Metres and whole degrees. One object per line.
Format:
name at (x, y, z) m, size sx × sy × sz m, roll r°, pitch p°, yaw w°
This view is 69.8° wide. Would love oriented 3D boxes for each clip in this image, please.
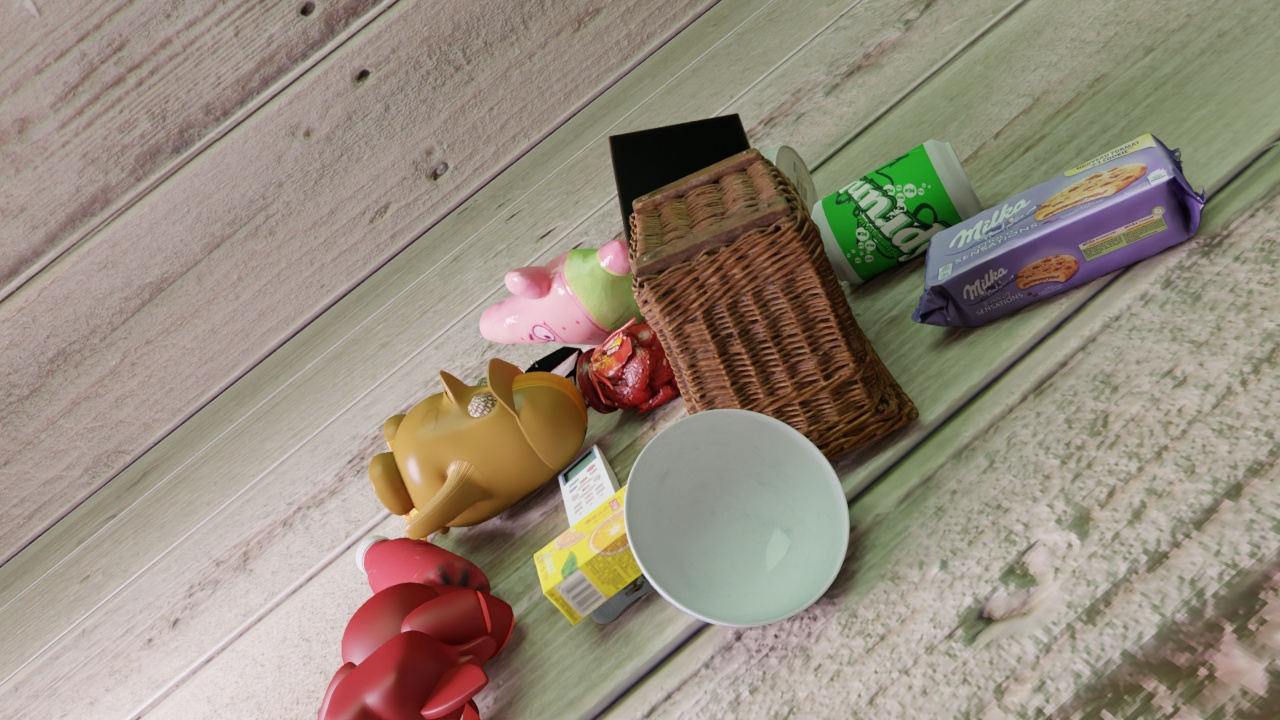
clip at (0.024, 0.129, 0.726) m, size 0.167 × 0.028 × 0.127 m, roll -32°, pitch 22°, yaw 9°

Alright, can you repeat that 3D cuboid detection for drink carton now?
drink carton at (-0.013, 0.130, 0.685) m, size 0.134 × 0.043 × 0.058 m, roll -37°, pitch 22°, yaw 0°

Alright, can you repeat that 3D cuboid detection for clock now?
clock at (-0.123, 0.042, 1.062) m, size 0.154 × 0.065 × 0.114 m, roll -36°, pitch 22°, yaw 1°

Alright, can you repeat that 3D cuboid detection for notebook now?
notebook at (0.048, -0.173, 0.906) m, size 0.141 × 0.008 × 0.208 m, roll -10°, pitch 47°, yaw 1°

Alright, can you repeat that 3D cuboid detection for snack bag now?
snack bag at (0.305, -0.089, 0.689) m, size 0.206 × 0.058 × 0.096 m, roll -26°, pitch 22°, yaw 32°

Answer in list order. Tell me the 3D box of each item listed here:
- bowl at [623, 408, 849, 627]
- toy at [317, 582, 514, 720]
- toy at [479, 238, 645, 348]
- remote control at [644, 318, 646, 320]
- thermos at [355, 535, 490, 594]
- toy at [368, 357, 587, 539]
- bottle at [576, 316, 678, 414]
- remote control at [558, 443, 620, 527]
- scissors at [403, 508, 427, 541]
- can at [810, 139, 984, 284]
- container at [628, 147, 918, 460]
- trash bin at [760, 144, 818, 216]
bowl at (0.058, 0.113, 0.612) m, size 0.143 × 0.144 × 0.074 m, roll -49°, pitch -15°, yaw -26°
toy at (-0.168, 0.243, 0.672) m, size 0.158 × 0.120 × 0.197 m, roll -37°, pitch 12°, yaw -4°
toy at (-0.080, -0.059, 0.980) m, size 0.237 × 0.192 × 0.096 m, roll -16°, pitch 60°, yaw 29°
remote control at (0.001, -0.019, 1.054) m, size 0.074 × 0.019 × 0.150 m, roll -26°, pitch 25°, yaw 27°
thermos at (-0.222, 0.207, 0.880) m, size 0.073 × 0.073 × 0.240 m, roll -48°, pitch 24°, yaw -23°
toy at (-0.152, 0.076, 0.910) m, size 0.203 × 0.162 × 0.198 m, roll -24°, pitch 28°, yaw 11°
bottle at (-0.005, 0.005, 0.919) m, size 0.111 × 0.099 × 0.098 m, roll -19°, pitch 28°, yaw 30°
remote control at (-0.043, 0.123, 0.835) m, size 0.049 × 0.024 × 0.143 m, roll -41°, pitch 17°, yaw 2°
scissors at (-0.236, 0.159, 1.032) m, size 0.133 × 0.012 × 0.097 m, roll 26°, pitch 89°, yaw 61°
can at (0.233, -0.135, 0.843) m, size 0.140 × 0.088 × 0.087 m, roll -28°, pitch 24°, yaw 23°
container at (0.085, -0.047, 0.732) m, size 0.162 × 0.183 × 0.249 m, roll -23°, pitch 24°, yaw 8°
trash bin at (0.109, -0.170, 1.053) m, size 0.162 × 0.133 × 0.133 m, roll -15°, pitch 31°, yaw 34°
